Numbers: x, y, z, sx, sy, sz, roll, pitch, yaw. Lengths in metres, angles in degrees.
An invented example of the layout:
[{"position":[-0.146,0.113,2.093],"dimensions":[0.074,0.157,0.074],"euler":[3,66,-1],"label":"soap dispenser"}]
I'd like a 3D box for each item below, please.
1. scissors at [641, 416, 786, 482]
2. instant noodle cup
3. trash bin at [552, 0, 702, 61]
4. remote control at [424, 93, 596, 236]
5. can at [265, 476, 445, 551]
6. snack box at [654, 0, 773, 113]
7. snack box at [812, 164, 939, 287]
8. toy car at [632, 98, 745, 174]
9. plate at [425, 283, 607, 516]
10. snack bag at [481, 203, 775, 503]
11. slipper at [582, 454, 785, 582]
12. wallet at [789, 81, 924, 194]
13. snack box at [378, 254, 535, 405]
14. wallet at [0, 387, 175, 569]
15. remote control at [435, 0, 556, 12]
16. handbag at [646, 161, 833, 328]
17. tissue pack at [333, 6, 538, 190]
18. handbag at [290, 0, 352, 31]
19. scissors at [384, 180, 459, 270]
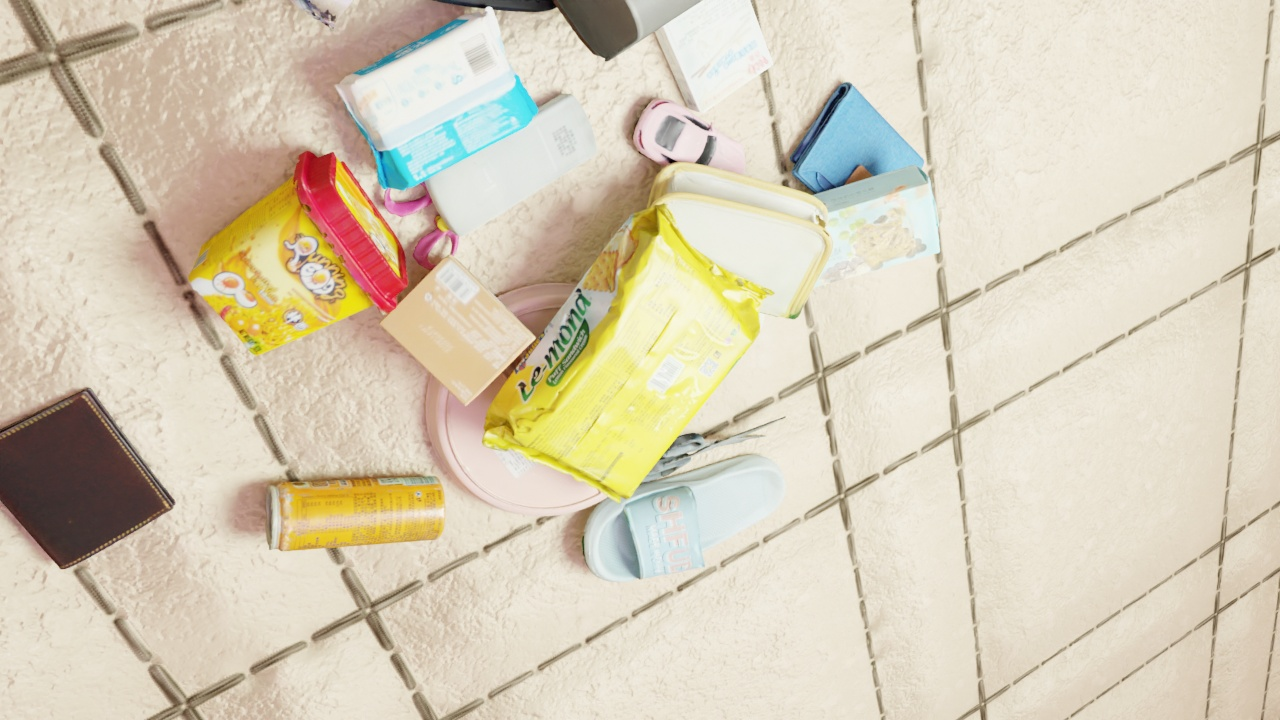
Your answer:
[{"position":[0.069,0.088,0.950],"dimensions":[0.174,0.014,0.159],"euler":[-30,160,10],"label":"scissors"},{"position":[-0.253,-0.075,0.681],"dimensions":[0.123,0.116,0.116],"euler":[-30,122,0],"label":"instant noodle cup"},{"position":[0.024,-0.344,0.636],"dimensions":[0.219,0.199,0.198],"euler":[-38,106,-5],"label":"trash bin"},{"position":[-0.105,-0.163,0.757],"dimensions":[0.149,0.021,0.058],"euler":[-36,123,-19],"label":"remote control"},{"position":[-0.247,0.133,0.801],"dimensions":[0.145,0.058,0.058],"euler":[1,111,-28],"label":"can"},{"position":[0.049,-0.302,0.781],"dimensions":[0.084,0.027,0.157],"euler":[-36,123,-10],"label":"snack box"},{"position":[0.192,-0.122,0.879],"dimensions":[0.175,0.051,0.074],"euler":[-16,122,10],"label":"snack box"},{"position":[0.048,-0.190,0.825],"dimensions":[0.122,0.037,0.056],"euler":[22,102,-34],"label":"toy car"},{"position":[-0.080,0.043,0.844],"dimensions":[0.229,0.028,0.230],"euler":[-6,110,-16],"label":"plate"},{"position":[-0.005,0.005,0.786],"dimensions":[0.158,0.068,0.246],"euler":[33,97,-35],"label":"snack bag"},{"position":[0.055,0.173,0.967],"dimensions":[0.245,0.074,0.104],"euler":[-18,120,-21],"label":"slipper"},{"position":[0.216,-0.194,0.911],"dimensions":[0.133,0.040,0.106],"euler":[33,91,-32],"label":"wallet"},{"position":[-0.144,-0.024,0.742],"dimensions":[0.093,0.094,0.077],"euler":[45,87,-6],"label":"snack box"},{"position":[-0.437,0.093,0.709],"dimensions":[0.096,0.020,0.122],"euler":[-31,121,-18],"label":"wallet"},{"position":[-0.121,-0.295,0.697],"dimensions":[0.136,0.024,0.053],"euler":[-3,110,-27],"label":"remote control"},{"position":[0.075,-0.086,0.847],"dimensions":[0.163,0.063,0.179],"euler":[13,134,-4],"label":"handbag"},{"position":[-0.154,-0.198,0.699],"dimensions":[0.140,0.063,0.090],"euler":[-32,121,-13],"label":"tissue pack"},{"position":[-0.207,-0.339,0.602],"dimensions":[0.134,0.075,0.194],"euler":[33,95,-34],"label":"handbag"},{"position":[-0.151,-0.141,0.757],"dimensions":[0.136,0.017,0.105],"euler":[-50,123,-5],"label":"scissors"}]
